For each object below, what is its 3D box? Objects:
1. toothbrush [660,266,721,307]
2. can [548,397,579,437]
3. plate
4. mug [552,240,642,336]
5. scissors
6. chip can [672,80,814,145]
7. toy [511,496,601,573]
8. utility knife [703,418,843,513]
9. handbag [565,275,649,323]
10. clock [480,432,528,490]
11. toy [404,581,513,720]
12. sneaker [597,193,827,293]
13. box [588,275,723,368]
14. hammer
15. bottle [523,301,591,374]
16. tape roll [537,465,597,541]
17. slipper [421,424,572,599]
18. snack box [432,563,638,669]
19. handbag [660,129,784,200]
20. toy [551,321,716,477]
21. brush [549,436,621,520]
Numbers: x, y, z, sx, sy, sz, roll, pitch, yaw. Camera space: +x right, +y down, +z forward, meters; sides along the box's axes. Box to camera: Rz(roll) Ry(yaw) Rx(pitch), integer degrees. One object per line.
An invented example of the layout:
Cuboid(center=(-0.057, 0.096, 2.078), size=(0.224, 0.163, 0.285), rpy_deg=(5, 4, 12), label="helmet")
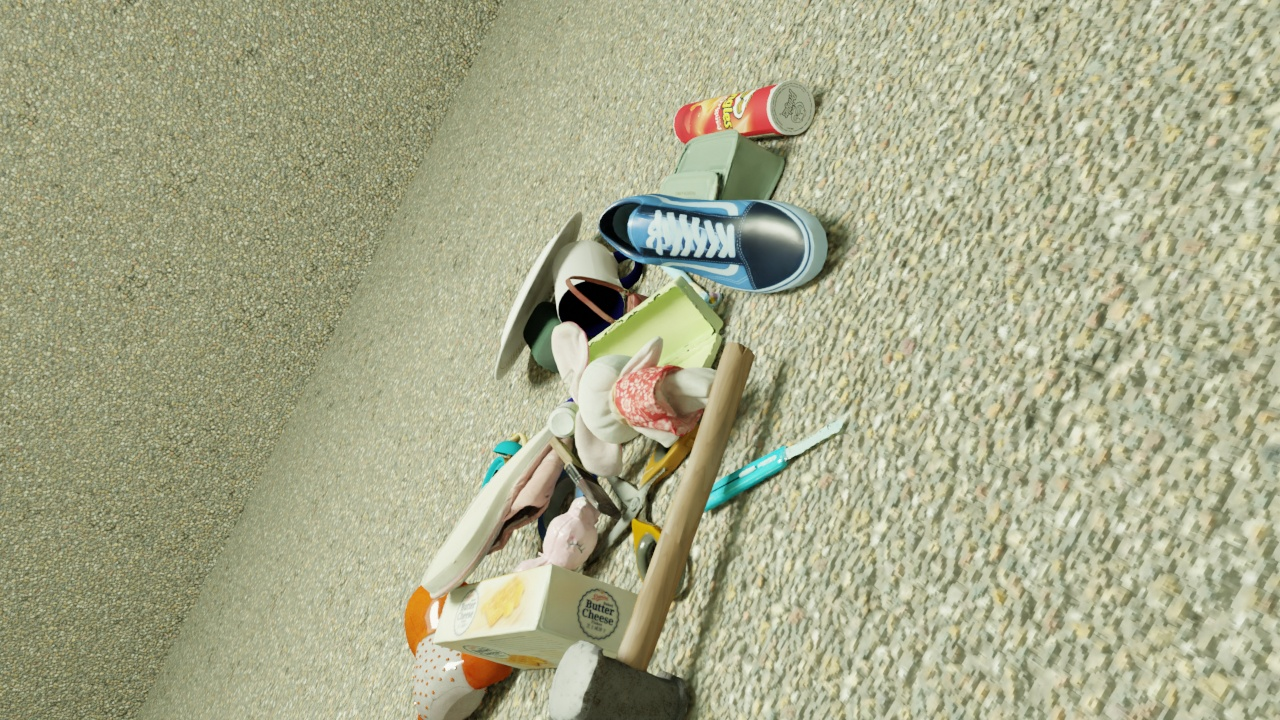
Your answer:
Cuboid(center=(0.048, -0.085, 0.966), size=(0.022, 0.016, 0.155), rpy_deg=(-30, 28, -6), label="toothbrush")
Cuboid(center=(-0.075, 0.060, 0.995), size=(0.032, 0.032, 0.095), rpy_deg=(-59, -2, 9), label="can")
Cuboid(center=(-0.137, -0.086, 1.189), size=(0.242, 0.016, 0.242), rpy_deg=(-63, 0, 0), label="plate")
Cuboid(center=(-0.049, -0.095, 1.100), size=(0.112, 0.079, 0.096), rpy_deg=(-26, 36, 9), label="mug")
Cuboid(center=(0.012, 0.124, 0.841), size=(0.230, 0.016, 0.225), rpy_deg=(-62, 24, 6), label="scissors")
Cuboid(center=(0.104, -0.261, 0.985), size=(0.052, 0.051, 0.215), rpy_deg=(-64, 26, -2), label="chip can")
Cuboid(center=(-0.075, 0.182, 0.880), size=(0.047, 0.063, 0.110), rpy_deg=(42, 93, 27), label="toy")
Cuboid(center=(0.099, 0.082, 0.722), size=(0.162, 0.015, 0.022), rpy_deg=(-38, 37, 37), label="utility knife")
Cuboid(center=(-0.026, -0.059, 0.959), size=(0.029, 0.119, 0.055), rpy_deg=(-23, 46, 53), label="handbag")
Cuboid(center=(-0.165, 0.150, 1.117), size=(0.130, 0.043, 0.099), rpy_deg=(-60, 25, 23), label="clock")
Cuboid(center=(-0.205, 0.310, 0.998), size=(0.164, 0.092, 0.172), rpy_deg=(-55, 39, 22), label="toy")
Cuboid(center=(0.050, -0.106, 0.830), size=(0.241, 0.098, 0.083), rpy_deg=(19, 115, 46), label="sneaker")
Cuboid(center=(0.007, 0.006, 0.922), size=(0.189, 0.066, 0.127), rpy_deg=(-36, 56, 45), label="box")
Cuboid(center=(0.029, 0.137, 0.715), size=(0.052, 0.098, 0.327), rpy_deg=(-8, 57, 60), label="hammer")
Cuboid(center=(-0.098, -0.020, 1.124), size=(0.061, 0.061, 0.131), rpy_deg=(-60, 26, 11), label="bottle")
Cuboid(center=(-0.078, 0.154, 0.977), size=(0.093, 0.016, 0.091), rpy_deg=(-43, 33, 36), label="tape roll")
Cuboid(center=(-0.137, 0.153, 0.956), size=(0.114, 0.054, 0.273), rpy_deg=(-39, 10, 35), label="slipper")
Cuboid(center=(-0.095, 0.237, 0.832), size=(0.208, 0.104, 0.057), rpy_deg=(-28, 43, 50), label="snack box")
Cuboid(center=(0.077, -0.176, 0.941), size=(0.122, 0.067, 0.106), rpy_deg=(17, 83, 64), label="handbag")
Cuboid(center=(-0.008, 0.032, 0.827), size=(0.195, 0.084, 0.159), rpy_deg=(-11, 100, 47), label="toy")
Cuboid(center=(-0.059, 0.113, 0.905), size=(0.012, 0.039, 0.151), rpy_deg=(-51, 35, 2), label="brush")
